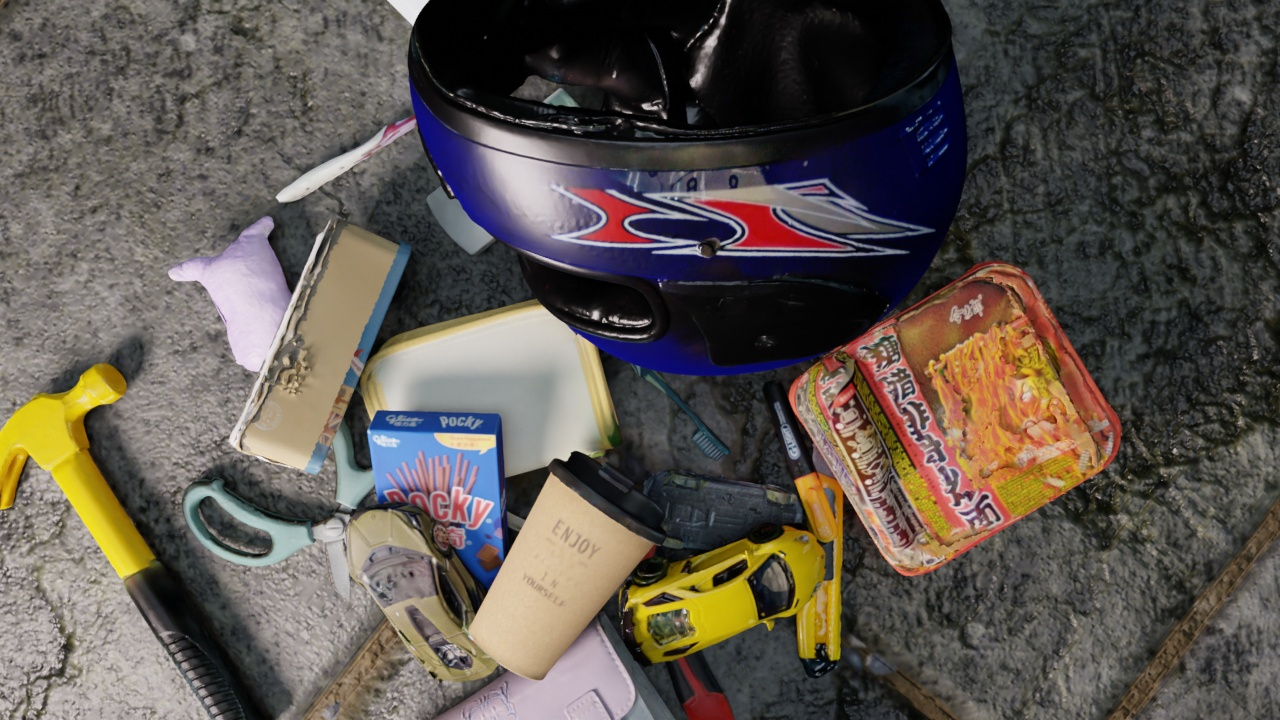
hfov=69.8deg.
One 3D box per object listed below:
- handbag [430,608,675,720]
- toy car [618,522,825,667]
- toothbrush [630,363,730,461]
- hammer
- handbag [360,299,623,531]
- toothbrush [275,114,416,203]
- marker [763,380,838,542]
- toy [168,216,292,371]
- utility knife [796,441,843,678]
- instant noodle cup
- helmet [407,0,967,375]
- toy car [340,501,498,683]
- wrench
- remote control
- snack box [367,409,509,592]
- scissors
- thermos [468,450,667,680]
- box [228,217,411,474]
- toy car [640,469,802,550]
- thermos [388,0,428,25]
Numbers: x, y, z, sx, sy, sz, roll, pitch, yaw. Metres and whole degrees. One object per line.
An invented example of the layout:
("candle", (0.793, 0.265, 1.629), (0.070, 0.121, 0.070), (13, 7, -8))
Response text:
("handbag", (-0.072, 0.289, 0.644), (0.197, 0.098, 0.145), (-33, 84, 0))
("toy car", (0.059, 0.161, 0.641), (0.156, 0.041, 0.071), (-19, 112, -5))
("toothbrush", (-0.004, 0.004, 0.680), (0.191, 0.016, 0.018), (45, 101, 0))
("hammer", (-0.368, 0.156, 0.675), (0.129, 0.033, 0.300), (-34, 89, 1))
("handbag", (-0.098, 0.052, 0.667), (0.163, 0.063, 0.179), (-15, 105, 1))
("toothbrush", (-0.192, -0.170, 0.682), (0.187, 0.016, 0.017), (-31, 82, 0))
("marker", (0.116, 0.073, 0.670), (0.018, 0.015, 0.123), (-22, 79, 16))
("toy", (-0.284, -0.040, 0.671), (0.084, 0.039, 0.108), (-28, 96, -4))
("utility knife", (0.133, 0.134, 0.678), (0.033, 0.015, 0.203), (1, 89, -1))
("instant noodle cup", (0.216, 0.037, 0.645), (0.189, 0.079, 0.164), (-30, 90, 1))
("helmet", (0.032, -0.107, 0.563), (0.315, 0.241, 0.246), (-6, 52, -8))
("toy car", (-0.149, 0.163, 0.634), (0.070, 0.042, 0.158), (-21, 116, 14))
("wrench", (0.043, 0.233, 0.678), (0.056, 0.016, 0.273), (-28, 90, -3))
("remote control", (-0.092, -0.138, 0.679), (0.135, 0.019, 0.056), (-39, 90, 0))
("snack box", (-0.136, 0.106, 0.638), (0.084, 0.026, 0.157), (2, 121, 1))
("scissors", (-0.247, 0.084, 0.682), (0.170, 0.019, 0.178), (15, 89, 2))
("thermos", (-0.049, 0.134, 0.609), (0.093, 0.093, 0.143), (34, 87, 1))
("box", (-0.217, -0.016, 0.629), (0.061, 0.090, 0.184), (26, 79, -23))
("toy car", (0.058, 0.112, 0.669), (0.120, 0.037, 0.054), (10, 94, -9))
("thermos", (-0.169, -0.293, 0.654), (0.073, 0.073, 0.224), (-45, 85, 0))
